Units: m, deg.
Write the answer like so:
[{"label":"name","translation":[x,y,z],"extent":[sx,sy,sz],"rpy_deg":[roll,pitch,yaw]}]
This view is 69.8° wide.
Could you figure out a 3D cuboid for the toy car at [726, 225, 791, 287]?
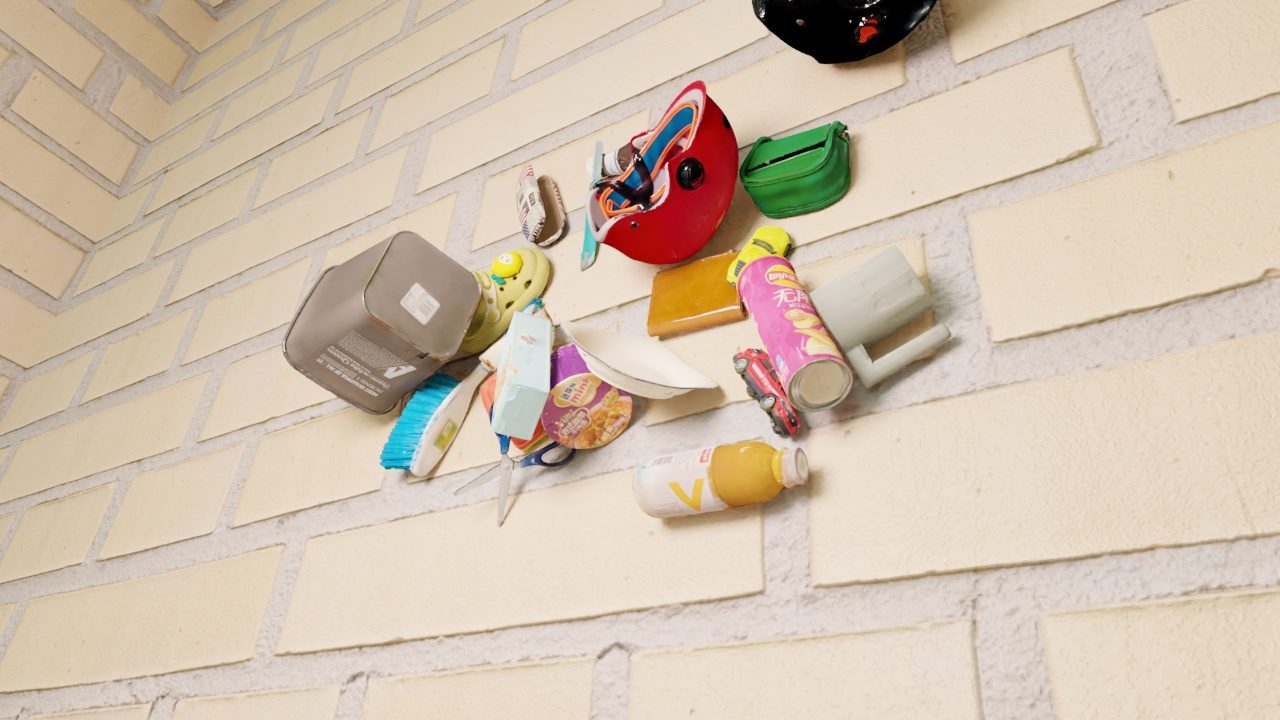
[{"label":"toy car","translation":[0.146,-0.128,1.119],"extent":[0.048,0.032,0.105],"rpy_deg":[28,63,22]}]

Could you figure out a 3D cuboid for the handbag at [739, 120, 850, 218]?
[{"label":"handbag","translation":[0.201,-0.247,1.167],"extent":[0.132,0.068,0.120],"rpy_deg":[-6,48,36]}]

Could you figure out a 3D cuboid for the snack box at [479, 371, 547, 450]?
[{"label":"snack box","translation":[-0.160,0.057,1.203],"extent":[0.082,0.080,0.091],"rpy_deg":[-39,43,6]}]

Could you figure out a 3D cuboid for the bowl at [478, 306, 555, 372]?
[{"label":"bowl","translation":[-0.159,-0.016,1.255],"extent":[0.113,0.062,0.113],"rpy_deg":[-37,4,3]}]

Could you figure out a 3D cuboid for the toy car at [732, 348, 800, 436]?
[{"label":"toy car","translation":[0.141,0.031,1.006],"extent":[0.045,0.053,0.120],"rpy_deg":[-30,42,4]}]

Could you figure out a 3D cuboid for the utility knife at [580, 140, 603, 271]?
[{"label":"utility knife","translation":[-0.072,-0.236,1.374],"extent":[0.029,0.013,0.221],"rpy_deg":[-11,65,36]}]

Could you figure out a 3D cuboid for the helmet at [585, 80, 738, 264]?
[{"label":"helmet","translation":[0.049,-0.226,1.196],"extent":[0.240,0.144,0.207],"rpy_deg":[-51,24,7]}]

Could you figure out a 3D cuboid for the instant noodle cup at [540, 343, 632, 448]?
[{"label":"instant noodle cup","translation":[-0.075,0.038,1.138],"extent":[0.112,0.111,0.099],"rpy_deg":[-38,34,9]}]

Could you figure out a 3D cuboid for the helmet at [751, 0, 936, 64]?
[{"label":"helmet","translation":[0.276,-0.505,1.176],"extent":[0.275,0.230,0.233],"rpy_deg":[2,75,40]}]

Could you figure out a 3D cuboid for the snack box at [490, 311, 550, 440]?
[{"label":"snack box","translation":[-0.144,0.015,1.116],"extent":[0.174,0.051,0.074],"rpy_deg":[-99,27,-58]}]

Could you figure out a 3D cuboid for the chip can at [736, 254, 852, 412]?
[{"label":"chip can","translation":[0.163,-0.035,1.000],"extent":[0.071,0.071,0.210],"rpy_deg":[-33,35,13]}]

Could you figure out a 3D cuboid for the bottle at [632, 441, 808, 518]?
[{"label":"bottle","translation":[0.084,0.124,0.970],"extent":[0.190,0.068,0.067],"rpy_deg":[-14,52,30]}]

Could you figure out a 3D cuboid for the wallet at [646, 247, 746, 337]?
[{"label":"wallet","translation":[0.073,-0.093,1.166],"extent":[0.131,0.035,0.118],"rpy_deg":[-12,51,27]}]

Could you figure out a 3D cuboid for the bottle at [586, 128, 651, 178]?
[{"label":"bottle","translation":[0.005,-0.309,1.378],"extent":[0.195,0.044,0.079],"rpy_deg":[-7,55,35]}]

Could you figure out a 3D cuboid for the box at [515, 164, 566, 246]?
[{"label":"box","translation":[-0.173,-0.247,1.442],"extent":[0.075,0.081,0.163],"rpy_deg":[-35,46,19]}]

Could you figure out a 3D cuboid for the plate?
[{"label":"plate","translation":[-0.006,0.006,1.079],"extent":[0.163,0.164,0.034],"rpy_deg":[38,113,49]}]

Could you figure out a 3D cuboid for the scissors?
[{"label":"scissors","translation":[-0.159,0.122,1.151],"extent":[0.162,0.176,0.012],"rpy_deg":[-6,5,0]}]

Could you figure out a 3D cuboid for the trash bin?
[{"label":"trash bin","translation":[-0.361,-0.058,1.319],"extent":[0.220,0.199,0.198],"rpy_deg":[-22,40,46]}]

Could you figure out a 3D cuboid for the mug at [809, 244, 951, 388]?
[{"label":"mug","translation":[0.253,-0.047,0.966],"extent":[0.103,0.083,0.124],"rpy_deg":[-32,62,12]}]

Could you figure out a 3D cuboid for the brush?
[{"label":"brush","translation":[-0.253,0.032,1.321],"extent":[0.110,0.060,0.313],"rpy_deg":[12,64,37]}]

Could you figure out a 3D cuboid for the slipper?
[{"label":"slipper","translation":[-0.217,-0.098,1.366],"extent":[0.190,0.081,0.091],"rpy_deg":[-50,45,0]}]
